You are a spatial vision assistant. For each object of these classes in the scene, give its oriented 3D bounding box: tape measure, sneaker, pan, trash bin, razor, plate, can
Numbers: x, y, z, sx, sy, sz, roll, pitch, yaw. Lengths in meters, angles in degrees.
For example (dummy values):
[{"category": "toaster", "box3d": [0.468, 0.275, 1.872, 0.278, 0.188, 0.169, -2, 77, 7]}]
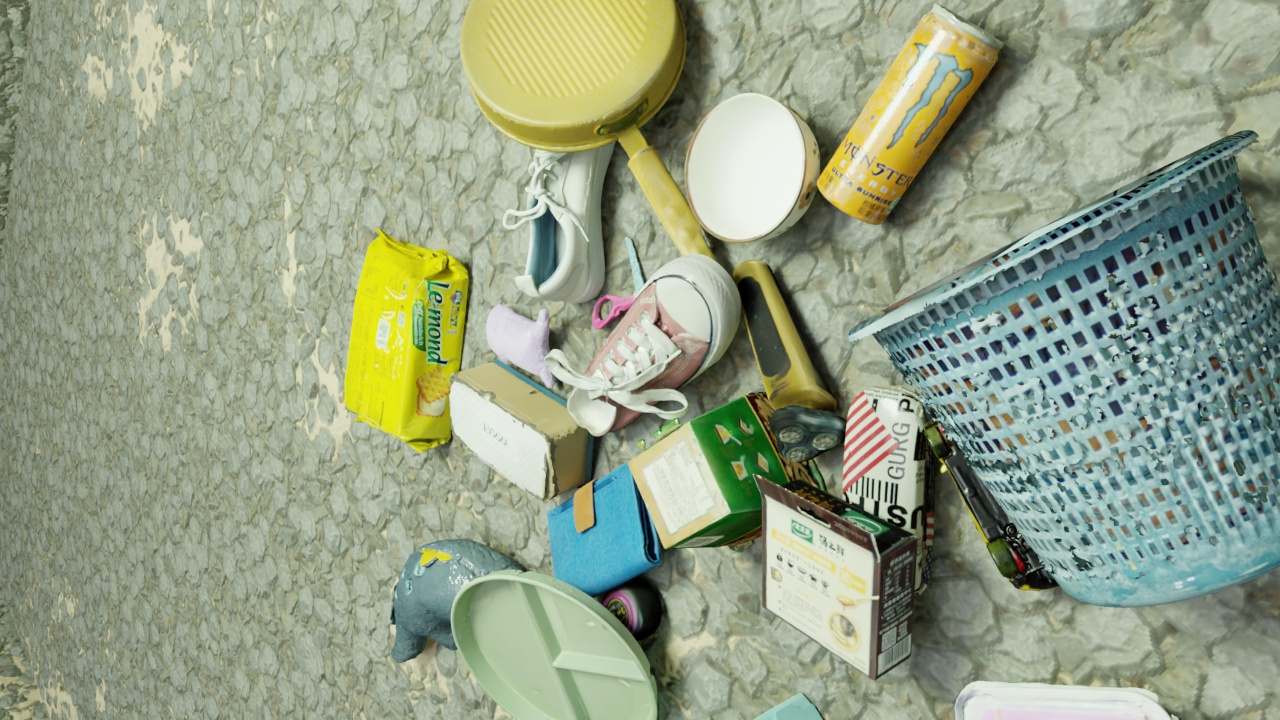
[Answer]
[{"category": "tape measure", "box3d": [-0.007, 0.237, 0.870, 0.058, 0.039, 0.057, 41, 116, 39]}, {"category": "sneaker", "box3d": [-0.081, -0.175, 0.866, 0.090, 0.090, 0.242, 10, 99, 41]}, {"category": "sneaker", "box3d": [-0.005, 0.005, 0.785, 0.118, 0.087, 0.242, 47, 136, 2]}, {"category": "pan", "box3d": [-0.019, -0.208, 0.789, 0.198, 0.078, 0.357, -30, 72, 0]}, {"category": "trash bin", "box3d": [0.260, 0.017, 0.506, 0.227, 0.225, 0.195, -29, 86, 40]}, {"category": "razor", "box3d": [0.111, -0.004, 0.728, 0.062, 0.067, 0.167, -33, 65, 39]}, {"category": "plate", "box3d": [-0.083, 0.292, 0.892, 0.230, 0.027, 0.231, 15, 125, 22]}, {"category": "can", "box3d": [0.186, -0.169, 0.644, 0.058, 0.058, 0.146, 48, 123, 29]}]

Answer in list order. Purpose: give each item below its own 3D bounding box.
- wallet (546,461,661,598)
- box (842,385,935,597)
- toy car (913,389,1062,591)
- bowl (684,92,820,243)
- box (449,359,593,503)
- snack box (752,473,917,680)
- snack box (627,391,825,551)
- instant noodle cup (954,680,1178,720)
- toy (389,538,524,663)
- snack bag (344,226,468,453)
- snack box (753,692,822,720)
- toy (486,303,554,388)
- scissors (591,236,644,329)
[{"category": "wallet", "box3d": [-0.038, 0.168, 0.875, 0.133, 0.040, 0.106, -35, 50, 36]}, {"category": "box", "box3d": [0.179, 0.099, 0.673, 0.072, 0.060, 0.164, -167, 71, -65]}, {"category": "toy car", "box3d": [0.245, 0.078, 0.615, 0.071, 0.041, 0.155, -30, 75, 11]}, {"category": "bowl", "box3d": [0.096, -0.149, 0.725, 0.114, 0.062, 0.113, 5, 98, 41]}, {"category": "box", "box3d": [-0.121, 0.071, 0.935, 0.184, 0.062, 0.090, 29, 126, 35]}, {"category": "snack box", "box3d": [0.138, 0.147, 0.663, 0.113, 0.053, 0.126, 24, 124, 48]}, {"category": "snack box", "box3d": [0.062, 0.098, 0.749, 0.118, 0.105, 0.117, -39, 69, 38]}, {"category": "instant noodle cup", "box3d": [0.290, 0.288, 0.587, 0.138, 0.060, 0.173, -16, 82, 42]}, {"category": "toy", "box3d": [-0.201, 0.263, 1.016, 0.357, 0.091, 0.138, -23, 90, 43]}, {"category": "snack bag", "box3d": [-0.281, -0.022, 1.079, 0.158, 0.068, 0.247, 20, 106, 40]}, {"category": "snack box", "box3d": [0.079, 0.351, 0.776, 0.175, 0.074, 0.051, -51, 61, 33]}, {"category": "toy", "box3d": [-0.127, -0.024, 0.954, 0.108, 0.038, 0.084, 24, 121, 45]}, {"category": "scissors", "box3d": [0.001, -0.053, 0.853, 0.134, 0.017, 0.133, -29, 70, 41]}]
